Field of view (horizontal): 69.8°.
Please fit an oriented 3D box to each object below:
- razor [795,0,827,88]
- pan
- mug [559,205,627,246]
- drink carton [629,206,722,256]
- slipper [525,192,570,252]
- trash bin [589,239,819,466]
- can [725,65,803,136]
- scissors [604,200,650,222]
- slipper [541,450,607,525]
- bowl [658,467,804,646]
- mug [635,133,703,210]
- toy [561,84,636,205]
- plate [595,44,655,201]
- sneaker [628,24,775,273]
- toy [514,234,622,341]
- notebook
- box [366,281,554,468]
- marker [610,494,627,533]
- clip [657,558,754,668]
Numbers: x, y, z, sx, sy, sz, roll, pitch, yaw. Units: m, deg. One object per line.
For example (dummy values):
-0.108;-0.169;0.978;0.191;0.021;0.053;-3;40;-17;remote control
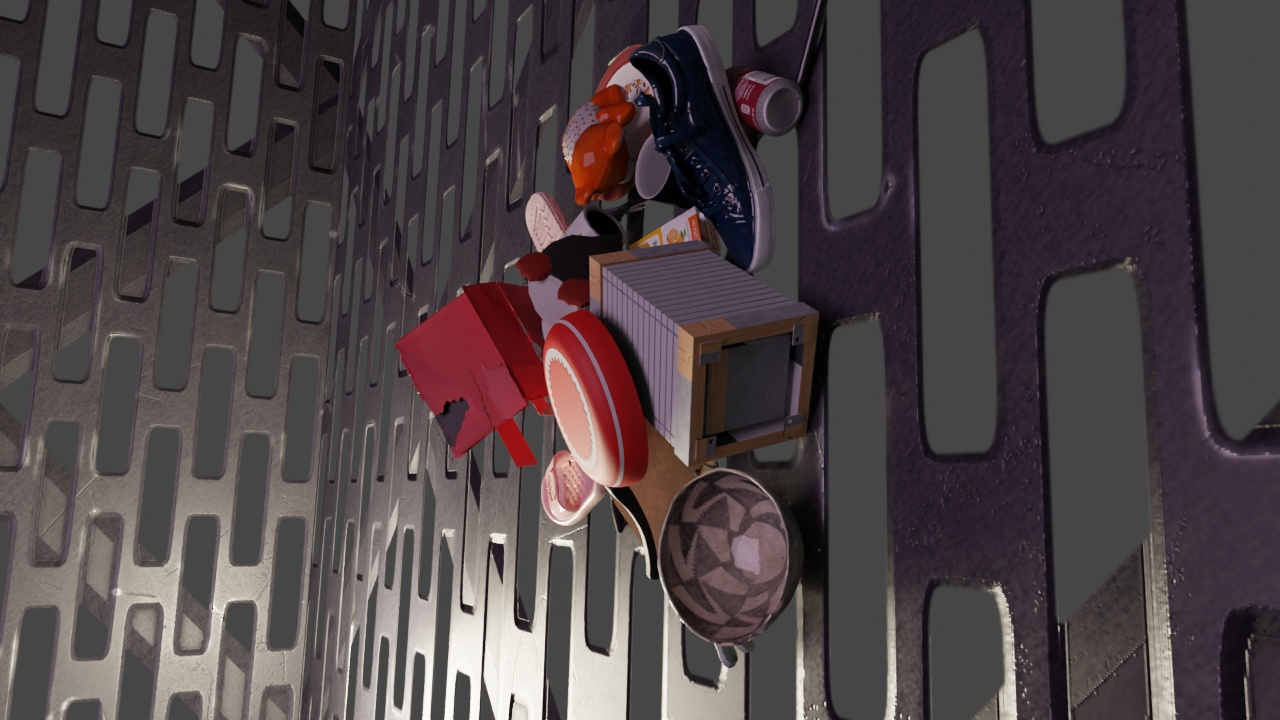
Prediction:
0.196;-0.372;1.007;0.043;0.022;0.144;42;120;55;razor
-0.038;0.114;1.077;0.209;0.067;0.356;29;134;62;pan
-0.076;-0.170;1.297;0.090;0.073;0.105;-46;35;32;mug
0.045;-0.141;1.164;0.123;0.040;0.058;-27;61;38;drink carton
-0.105;-0.164;1.421;0.239;0.064;0.094;60;138;27;slipper
0.059;-0.019;1.008;0.247;0.142;0.143;42;138;54;trash bin
0.133;-0.300;1.055;0.114;0.063;0.063;43;120;53;can
-0.048;-0.207;1.342;0.149;0.019;0.122;-30;23;8;scissors
-0.100;0.179;1.341;0.222;0.055;0.106;-37;54;56;slipper
0.107;0.205;0.972;0.179;0.081;0.178;-11;75;42;bowl
0.047;-0.237;1.155;0.122;0.094;0.085;29;108;57;mug
-0.056;-0.298;1.307;0.164;0.092;0.172;-60;25;29;toy
-0.021;-0.348;1.359;0.230;0.021;0.229;-18;69;56;plate
0.060;-0.229;1.037;0.294;0.127;0.121;69;162;1;sneaker
-0.073;-0.067;1.199;0.159;0.139;0.184;33;145;25;toy
0.038;0.130;1.163;0.167;0.024;0.226;47;124;53;notebook
-0.196;-0.002;1.263;0.211;0.317;0.121;57;144;27;box
-0.033;0.173;1.283;0.022;0.016;0.138;-17;65;23;marker
0.063;0.277;1.067;0.159;0.030;0.173;-33;56;41;clip
